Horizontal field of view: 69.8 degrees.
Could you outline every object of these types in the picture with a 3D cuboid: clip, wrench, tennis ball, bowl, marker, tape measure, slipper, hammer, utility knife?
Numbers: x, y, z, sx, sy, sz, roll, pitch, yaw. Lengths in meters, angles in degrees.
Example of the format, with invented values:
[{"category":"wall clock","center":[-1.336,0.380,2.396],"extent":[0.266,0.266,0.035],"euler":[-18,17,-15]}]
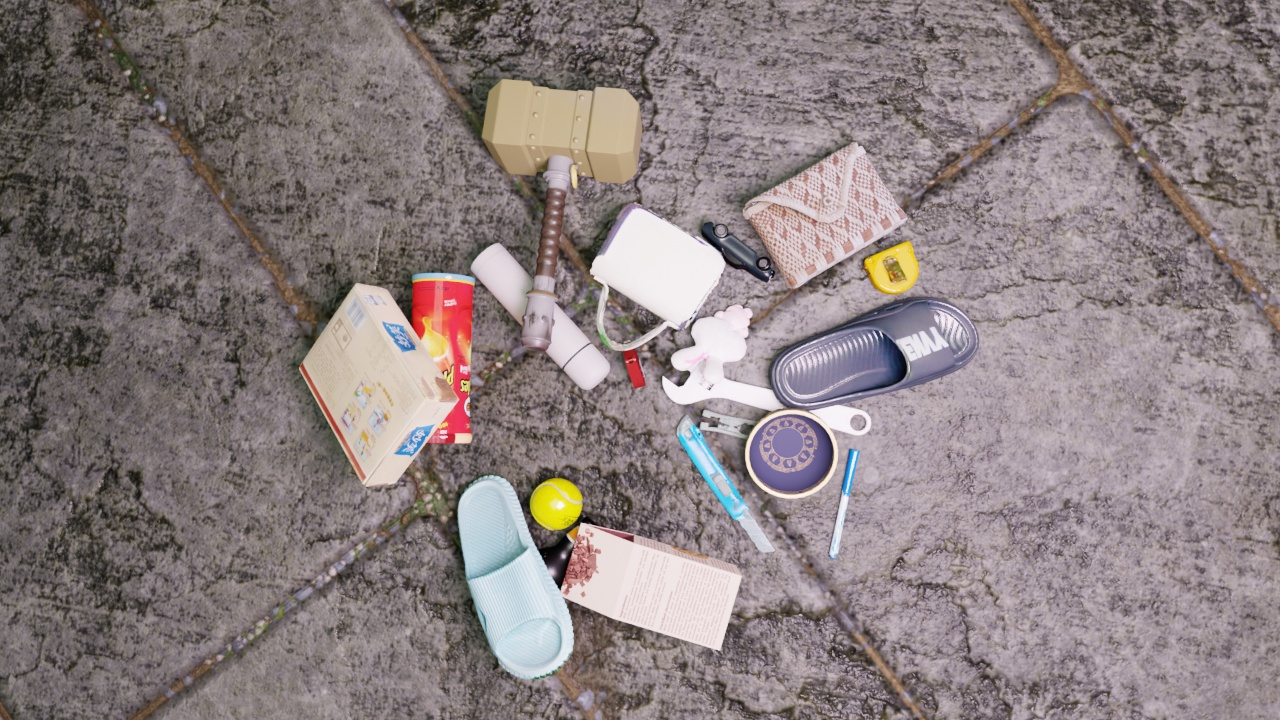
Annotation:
[{"category":"clip","center":[0.115,0.084,1.182],"extent":[0.076,0.023,0.043],"euler":[12,90,7]},{"category":"wrench","center":[0.162,0.050,1.183],"extent":[0.273,0.018,0.066],"euler":[14,89,4]},{"category":"tennis ball","center":[-0.107,0.183,1.173],"extent":[0.065,0.065,0.065],"euler":[0,87,4]},{"category":"bowl","center":[0.187,0.110,1.151],"extent":[0.112,0.061,0.112],"euler":[1,101,4]},{"category":"marker","center":[0.260,0.183,1.171],"extent":[0.013,0.013,0.142],"euler":[12,89,5]},{"category":"tape measure","center":[-0.007,0.007,1.184],"extent":[0.019,0.059,0.051],"euler":[-18,116,3]},{"category":"slipper","center":[0.293,-0.011,1.139],"extent":[0.268,0.083,0.110],"euler":[-17,84,-1]},{"category":"tape measure","center":[0.322,-0.114,1.171],"extent":[0.068,0.030,0.059],"euler":[-23,84,4]},{"category":"slipper","center":[-0.170,0.259,1.127],"extent":[0.116,0.069,0.276],"euler":[-33,60,13]},{"category":"hammer","center":[-0.112,-0.173,1.153],"extent":[0.190,0.101,0.324],"euler":[6,81,5]},{"category":"utility knife","center":[0.108,0.162,1.183],"extent":[0.031,0.015,0.207],"euler":[-36,86,7]}]

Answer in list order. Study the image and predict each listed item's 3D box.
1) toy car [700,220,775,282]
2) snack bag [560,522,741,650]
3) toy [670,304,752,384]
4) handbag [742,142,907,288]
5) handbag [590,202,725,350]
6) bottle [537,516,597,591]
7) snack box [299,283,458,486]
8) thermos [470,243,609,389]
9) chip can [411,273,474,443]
[{"category":"toy car","center":[0.124,-0.138,1.180],"extent":[0.112,0.046,0.034],"euler":[39,89,7]},{"category":"snack bag","center":[0.011,0.278,1.148],"extent":[0.206,0.070,0.094],"euler":[17,88,0]},{"category":"toy","center":[0.098,-0.023,1.173],"extent":[0.076,0.037,0.125],"euler":[29,62,16]},{"category":"handbag","center":[0.233,-0.185,1.154],"extent":[0.185,0.047,0.124],"euler":[-31,88,-12]},{"category":"handbag","center":[0.006,-0.091,1.173],"extent":[0.151,0.074,0.176],"euler":[31,90,5]},{"category":"bottle","center":[-0.122,0.273,1.173],"extent":[0.059,0.059,0.181],"euler":[42,91,5]},{"category":"snack box","center":[-0.331,0.029,1.146],"extent":[0.153,0.055,0.207],"euler":[-50,61,20]},{"category":"thermos","center":[-0.128,-0.055,1.193],"extent":[0.052,0.052,0.224],"euler":[-43,85,1]},{"category":"chip can","center":[-0.258,-0.001,1.185],"extent":[0.087,0.087,0.213],"euler":[1,86,4]}]
